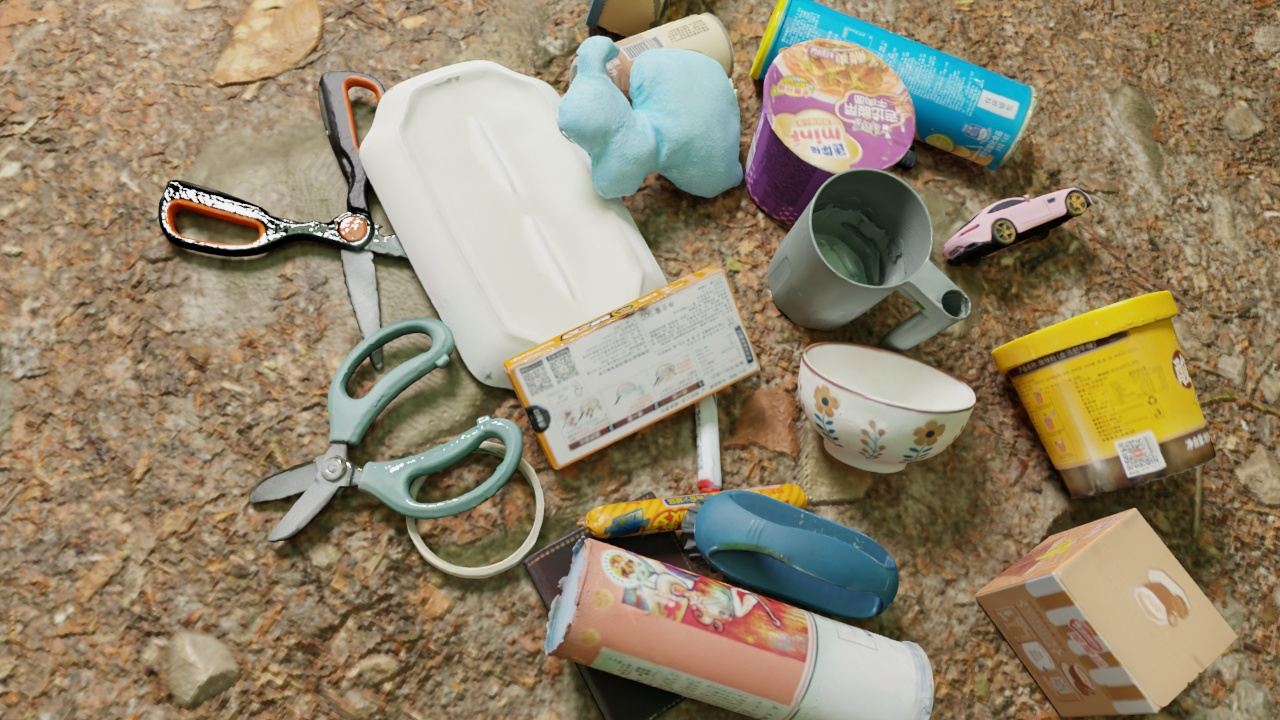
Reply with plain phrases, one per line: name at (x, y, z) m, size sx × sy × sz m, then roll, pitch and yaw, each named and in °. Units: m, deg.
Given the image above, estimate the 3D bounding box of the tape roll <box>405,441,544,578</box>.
tape roll at (-0.104, 0.093, 0.576) m, size 0.085 × 0.014 × 0.085 m, roll 3°, pitch 68°, yaw -9°

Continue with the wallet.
wallet at (-0.003, 0.155, 0.567) m, size 0.096 × 0.020 × 0.122 m, roll -25°, pitch 76°, yaw -21°

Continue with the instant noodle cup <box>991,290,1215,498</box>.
instant noodle cup at (0.318, 0.026, 0.625) m, size 0.118 × 0.119 × 0.114 m, roll -15°, pitch 79°, yaw -15°

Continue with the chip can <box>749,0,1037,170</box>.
chip can at (0.196, -0.220, 0.722) m, size 0.210 × 0.071 × 0.071 m, roll 21°, pitch 66°, yaw -2°

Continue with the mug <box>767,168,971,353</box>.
mug at (0.153, -0.058, 0.629) m, size 0.124 × 0.103 × 0.083 m, roll 45°, pitch 73°, yaw 4°

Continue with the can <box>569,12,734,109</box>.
can at (0.009, -0.218, 0.695) m, size 0.116 × 0.059 × 0.058 m, roll -26°, pitch 75°, yaw -19°

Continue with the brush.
brush at (0.098, 0.118, 0.554) m, size 0.143 × 0.074 × 0.055 m, roll 23°, pitch 75°, yaw -17°

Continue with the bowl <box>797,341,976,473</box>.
bowl at (0.157, 0.035, 0.608) m, size 0.113 × 0.113 × 0.062 m, roll 7°, pitch 110°, yaw -7°

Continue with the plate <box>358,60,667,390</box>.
plate at (-0.083, -0.101, 0.633) m, size 0.161 × 0.034 × 0.265 m, roll -24°, pitch 80°, yaw -21°

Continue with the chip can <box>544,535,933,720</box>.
chip can at (0.055, 0.167, 0.529) m, size 0.214 × 0.071 × 0.071 m, roll 20°, pitch 66°, yaw -9°

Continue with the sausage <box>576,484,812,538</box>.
sausage at (0.038, 0.095, 0.583) m, size 0.165 × 0.022 × 0.021 m, roll -3°, pitch 69°, yaw -22°

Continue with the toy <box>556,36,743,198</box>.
toy at (0.017, -0.170, 0.650) m, size 0.156 × 0.050 × 0.161 m, roll -49°, pitch 125°, yaw -21°

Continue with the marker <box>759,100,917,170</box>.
marker at (0.158, -0.182, 0.729) m, size 0.131 × 0.018 × 0.022 m, roll 21°, pitch 58°, yaw -2°

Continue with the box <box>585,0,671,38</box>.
box at (0.006, -0.337, 0.726) m, size 0.062 × 0.090 × 0.184 m, roll 18°, pitch 65°, yaw -10°

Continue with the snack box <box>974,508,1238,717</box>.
snack box at (0.286, 0.159, 0.573) m, size 0.077 × 0.094 × 0.092 m, roll -29°, pitch 76°, yaw -20°

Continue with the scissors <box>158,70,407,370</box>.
scissors at (-0.209, -0.102, 0.634) m, size 0.233 × 0.022 × 0.220 m, roll 7°, pitch 72°, yaw -8°

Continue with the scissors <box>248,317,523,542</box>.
scissors at (-0.167, 0.038, 0.576) m, size 0.176 × 0.019 × 0.172 m, roll -14°, pitch 67°, yaw -3°

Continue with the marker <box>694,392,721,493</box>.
marker at (0.044, 0.021, 0.629) m, size 0.017 × 0.017 × 0.145 m, roll 2°, pitch 69°, yaw -9°

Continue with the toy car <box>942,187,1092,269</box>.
toy car at (0.285, -0.105, 0.700) m, size 0.122 × 0.056 × 0.037 m, roll -21°, pitch 80°, yaw -17°

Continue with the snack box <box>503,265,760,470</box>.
snack box at (-0.004, 0.003, 0.592) m, size 0.153 × 0.026 × 0.075 m, roll -26°, pitch 108°, yaw -9°

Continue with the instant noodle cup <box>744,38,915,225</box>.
instant noodle cup at (0.130, -0.157, 0.670) m, size 0.111 × 0.099 × 0.111 m, roll 3°, pitch 68°, yaw -8°
